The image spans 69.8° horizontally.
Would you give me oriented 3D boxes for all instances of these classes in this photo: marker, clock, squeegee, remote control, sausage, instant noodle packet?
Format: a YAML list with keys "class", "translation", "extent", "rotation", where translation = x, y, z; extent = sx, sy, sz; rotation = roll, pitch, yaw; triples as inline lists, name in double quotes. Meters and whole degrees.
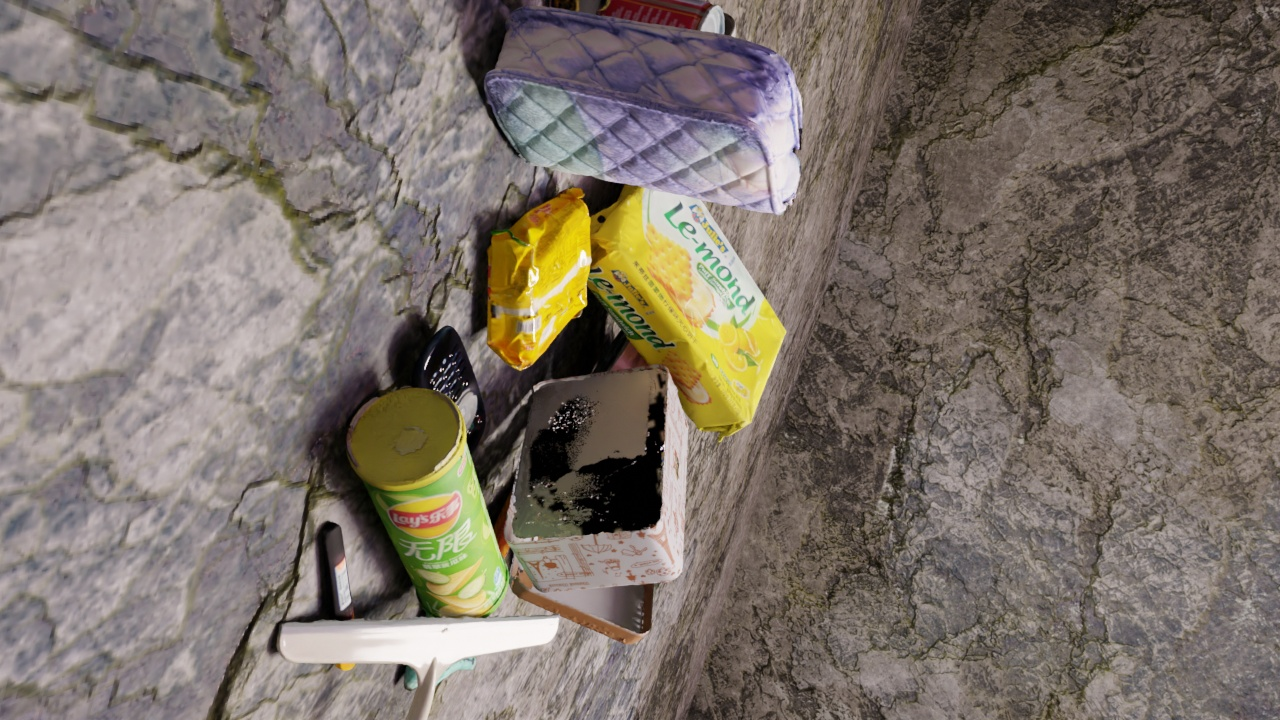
- class: "marker"
  translation: [-0.197, 0.155, 0.597]
  extent: [0.018, 0.015, 0.124]
  rotation: [-50, 152, -55]
- class: "clock"
  translation: [-0.005, 0.005, 0.911]
  extent: [0.117, 0.060, 0.158]
  rotation: [-52, -170, 37]
- class: "squeegee"
  translation: [-0.188, 0.294, 0.656]
  extent: [0.246, 0.039, 0.247]
  rotation: [17, 105, -50]
- class: "remote control"
  translation: [-0.134, 0.024, 0.635]
  extent: [0.137, 0.024, 0.053]
  rotation: [87, 25, -56]
- class: "sausage"
  translation: [-0.137, 0.185, 0.815]
  extent: [0.021, 0.021, 0.165]
  rotation: [68, 44, -67]
- class: "instant noodle packet"
  translation: [-0.076, -0.063, 0.693]
  extent: [0.128, 0.044, 0.111]
  rotation: [-52, 149, -58]

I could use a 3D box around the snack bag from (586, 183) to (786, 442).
- class: "snack bag"
  translation: [0.038, -0.057, 0.838]
  extent: [0.246, 0.068, 0.157]
  rotation: [54, 39, -21]

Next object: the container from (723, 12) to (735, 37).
- class: "container"
  translation: [0.029, -0.224, 0.773]
  extent: [0.114, 0.090, 0.090]
  rotation: [72, 40, -64]

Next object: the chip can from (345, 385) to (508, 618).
- class: "chip can"
  translation: [-0.139, 0.111, 0.632]
  extent: [0.222, 0.072, 0.072]
  rotation: [87, 26, -51]

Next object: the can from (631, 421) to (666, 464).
- class: "can"
  translation: [-0.017, 0.108, 0.978]
  extent: [0.135, 0.053, 0.053]
  rotation: [-52, 177, 35]

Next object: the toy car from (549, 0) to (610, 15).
- class: "toy car"
  translation: [-0.034, -0.278, 0.610]
  extent: [0.056, 0.037, 0.123]
  rotation: [-42, 160, -53]

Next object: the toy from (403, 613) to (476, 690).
- class: "toy"
  translation: [-0.162, 0.229, 0.757]
  extent: [0.096, 0.030, 0.092]
  rotation: [31, 80, -54]

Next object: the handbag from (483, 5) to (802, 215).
- class: "handbag"
  translation: [0.007, -0.158, 0.587]
  extent: [0.134, 0.194, 0.075]
  rotation: [60, 48, -69]

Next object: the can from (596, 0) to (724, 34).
- class: "can"
  translation: [0.008, -0.239, 0.681]
  extent: [0.066, 0.094, 0.066]
  rotation: [20, 89, -74]

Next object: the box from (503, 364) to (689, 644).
- class: "box"
  translation: [-0.029, 0.135, 0.799]
  extent: [0.182, 0.153, 0.178]
  rotation: [-84, 159, -44]

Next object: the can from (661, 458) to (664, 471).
- class: "can"
  translation: [-0.005, 0.076, 1.035]
  extent: [0.075, 0.075, 0.111]
  rotation: [-50, 153, -51]
